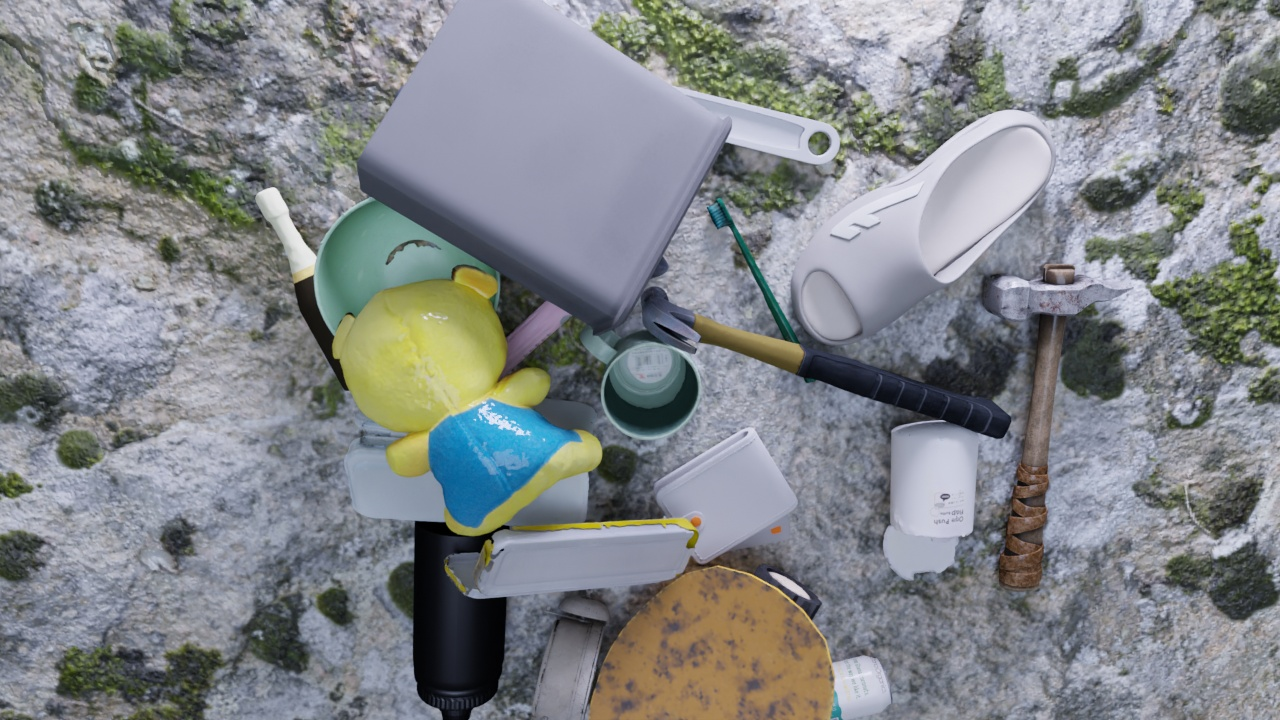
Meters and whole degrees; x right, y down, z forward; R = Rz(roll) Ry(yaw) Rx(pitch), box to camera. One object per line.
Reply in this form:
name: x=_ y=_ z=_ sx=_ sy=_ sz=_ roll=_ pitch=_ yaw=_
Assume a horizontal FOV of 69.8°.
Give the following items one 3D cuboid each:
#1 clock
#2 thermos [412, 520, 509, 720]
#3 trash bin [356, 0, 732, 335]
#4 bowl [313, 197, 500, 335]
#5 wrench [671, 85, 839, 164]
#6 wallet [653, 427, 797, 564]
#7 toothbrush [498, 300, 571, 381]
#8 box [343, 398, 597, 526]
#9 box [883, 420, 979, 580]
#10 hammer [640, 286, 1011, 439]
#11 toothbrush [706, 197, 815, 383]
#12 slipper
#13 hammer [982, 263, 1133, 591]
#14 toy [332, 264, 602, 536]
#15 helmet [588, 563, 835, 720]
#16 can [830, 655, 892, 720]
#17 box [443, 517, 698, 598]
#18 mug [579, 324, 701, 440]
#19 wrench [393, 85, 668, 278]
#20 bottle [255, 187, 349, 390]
clock: x=-0.067 y=0.276 z=0.876 sx=0.061 sy=0.103 sz=0.156 roll=13 pitch=78 yaw=2
thermos: x=-0.170 y=0.239 z=0.862 sx=0.086 sy=0.086 sz=0.199 roll=4 pitch=104 yaw=-2
trash bin: x=-0.073 y=-0.157 z=0.710 sx=0.220 sy=0.098 sz=0.191 roll=30 pitch=80 yaw=-11
bowl: x=-0.194 y=-0.070 z=0.785 sx=0.151 sy=0.077 sz=0.151 roll=-1 pitch=103 yaw=-5
wrench: x=0.037 y=-0.204 z=0.790 sx=0.273 sy=0.018 sz=0.087 roll=13 pitch=104 yaw=-6
wallet: x=0.085 y=0.141 z=0.869 sx=0.118 sy=0.037 sz=0.115 roll=-32 pitch=103 yaw=3
toothbrush: x=-0.061 y=-0.056 z=0.819 sx=0.223 sy=0.027 sz=0.026 roll=-41 pitch=84 yaw=8
box: x=-0.145 y=0.068 z=0.824 sx=0.215 sy=0.126 sz=0.106 roll=5 pitch=136 yaw=-5
box: x=0.270 y=0.136 z=0.851 sx=0.083 sy=0.092 sz=0.166 roll=0 pitch=96 yaw=-5
hammer: x=0.160 y=0.007 z=0.788 sx=0.333 sy=0.117 sz=0.025 roll=17 pitch=106 yaw=-6
toothbrush: x=0.110 y=-0.060 z=0.828 sx=0.017 sy=0.016 sz=0.190 roll=-30 pitch=103 yaw=3
slipper: x=0.248 y=-0.109 z=0.786 sx=0.266 sy=0.080 sz=0.113 roll=-37 pitch=105 yaw=8
hammer: x=0.371 y=0.069 z=0.854 sx=0.121 sy=0.049 sz=0.319 roll=-1 pitch=106 yaw=-4
toy: x=-0.142 y=0.028 z=0.719 sx=0.149 sy=0.084 sz=0.214 roll=-33 pitch=90 yaw=-7
helmet: x=0.077 y=0.316 z=0.863 sx=0.205 sy=0.131 sz=0.255 roll=32 pitch=95 yaw=21
can: x=0.193 y=0.328 z=0.908 sx=0.101 sy=0.055 sz=0.055 roll=-15 pitch=104 yaw=2
box: x=-0.056 y=0.173 z=0.796 sx=0.209 sy=0.117 sz=0.057 roll=3 pitch=68 yaw=-35
mug: x=-0.005 y=0.005 z=0.796 sx=0.111 sy=0.104 sz=0.084 roll=37 pitch=100 yaw=-10
wrench: x=-0.091 y=-0.153 z=0.788 sx=0.273 sy=0.022 sz=0.073 roll=32 pitch=92 yaw=-4
bottle: x=-0.283 y=-0.064 z=0.803 sx=0.045 sy=0.045 sz=0.184 roll=-24 pitch=103 yaw=5
